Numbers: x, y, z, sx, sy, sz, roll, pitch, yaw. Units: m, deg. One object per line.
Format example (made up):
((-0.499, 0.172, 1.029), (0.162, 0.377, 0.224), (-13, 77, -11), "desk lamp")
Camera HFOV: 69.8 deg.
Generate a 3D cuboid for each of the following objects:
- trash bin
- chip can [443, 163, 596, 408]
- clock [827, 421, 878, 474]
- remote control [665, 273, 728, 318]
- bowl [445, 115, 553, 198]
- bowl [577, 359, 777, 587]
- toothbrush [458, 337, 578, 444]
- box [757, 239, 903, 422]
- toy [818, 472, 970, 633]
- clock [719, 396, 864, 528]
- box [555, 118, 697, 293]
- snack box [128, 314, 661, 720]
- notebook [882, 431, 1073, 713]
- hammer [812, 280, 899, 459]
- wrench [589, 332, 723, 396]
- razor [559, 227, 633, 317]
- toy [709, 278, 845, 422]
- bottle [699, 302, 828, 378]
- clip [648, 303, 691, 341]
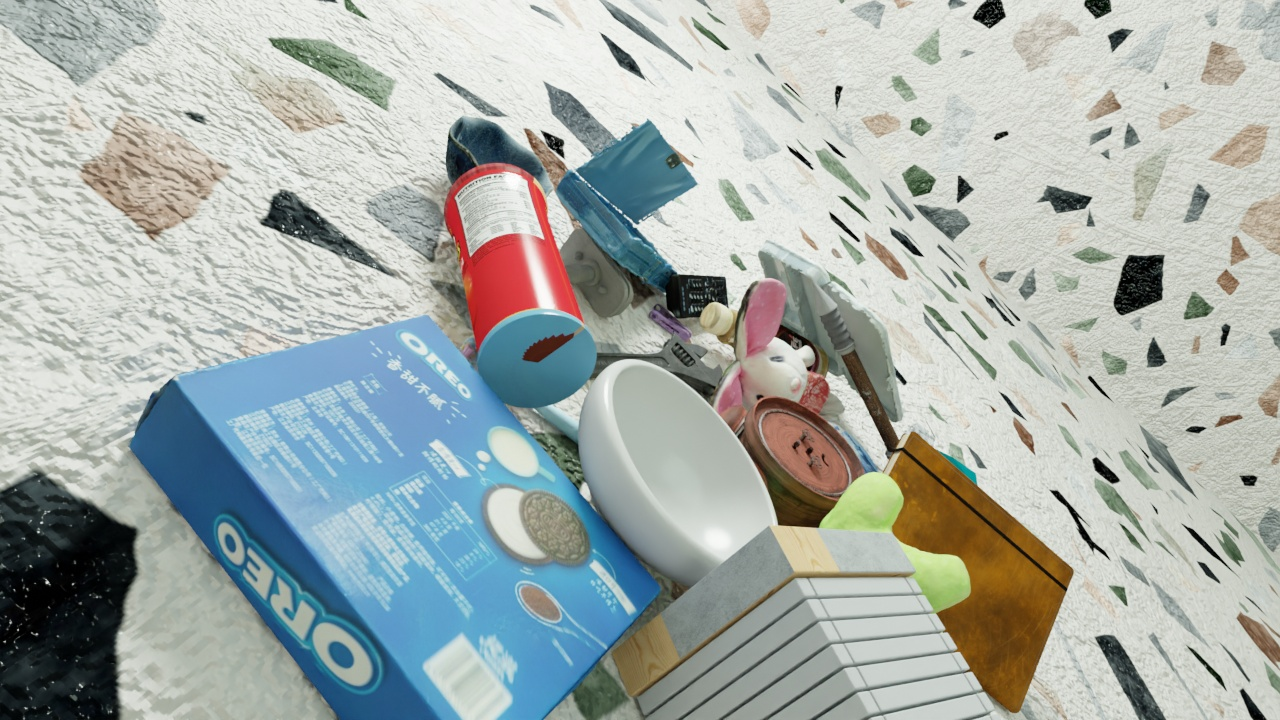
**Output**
((0.122, 0.241, 0.525), (0.142, 0.143, 0.246), (14, 40, -46), "trash bin")
((-0.096, -0.064, 0.696), (0.087, 0.087, 0.213), (25, 27, -33), "chip can")
((0.187, 0.109, 0.908), (0.125, 0.052, 0.089), (-1, 52, -55), "clock")
((0.063, -0.069, 0.999), (0.150, 0.022, 0.047), (-7, 93, -65), "remote control")
((-0.138, -0.170, 0.846), (0.110, 0.055, 0.110), (34, 28, -21), "bowl")
((0.016, 0.087, 0.636), (0.176, 0.066, 0.176), (39, 26, -24), "bowl")
((-0.071, 0.035, 0.690), (0.155, 0.016, 0.022), (38, 50, -12), "toothbrush")
((0.216, -0.032, 1.023), (0.191, 0.045, 0.209), (42, -11, 39), "box")
((0.177, 0.181, 0.701), (0.107, 0.197, 0.150), (-20, 48, -13), "toy")
((0.113, 0.092, 0.790), (0.157, 0.072, 0.120), (22, 33, -21), "clock")
((0.015, -0.145, 0.891), (0.094, 0.112, 0.231), (51, 8, 12), "box")
((-0.118, 0.089, 0.503), (0.239, 0.056, 0.195), (48, 26, 8), "snack box")
((0.306, 0.190, 0.884), (0.249, 0.014, 0.178), (40, 65, -10), "notebook")
((0.247, 0.061, 0.942), (0.322, 0.043, 0.155), (61, 20, -12), "hammer")
((-0.005, 0.005, 0.828), (0.272, 0.018, 0.073), (0, 51, -53), "wrench")
((-0.072, -0.077, 0.828), (0.116, 0.047, 0.088), (-12, 60, -50), "razor")
((0.136, 0.023, 0.915), (0.084, 0.159, 0.194), (15, -12, 43), "toy")
((0.134, -0.017, 1.004), (0.166, 0.060, 0.059), (26, 32, -33), "bottle")
((0.027, -0.038, 0.940), (0.051, 0.014, 0.043), (51, 27, 18), "clip")
